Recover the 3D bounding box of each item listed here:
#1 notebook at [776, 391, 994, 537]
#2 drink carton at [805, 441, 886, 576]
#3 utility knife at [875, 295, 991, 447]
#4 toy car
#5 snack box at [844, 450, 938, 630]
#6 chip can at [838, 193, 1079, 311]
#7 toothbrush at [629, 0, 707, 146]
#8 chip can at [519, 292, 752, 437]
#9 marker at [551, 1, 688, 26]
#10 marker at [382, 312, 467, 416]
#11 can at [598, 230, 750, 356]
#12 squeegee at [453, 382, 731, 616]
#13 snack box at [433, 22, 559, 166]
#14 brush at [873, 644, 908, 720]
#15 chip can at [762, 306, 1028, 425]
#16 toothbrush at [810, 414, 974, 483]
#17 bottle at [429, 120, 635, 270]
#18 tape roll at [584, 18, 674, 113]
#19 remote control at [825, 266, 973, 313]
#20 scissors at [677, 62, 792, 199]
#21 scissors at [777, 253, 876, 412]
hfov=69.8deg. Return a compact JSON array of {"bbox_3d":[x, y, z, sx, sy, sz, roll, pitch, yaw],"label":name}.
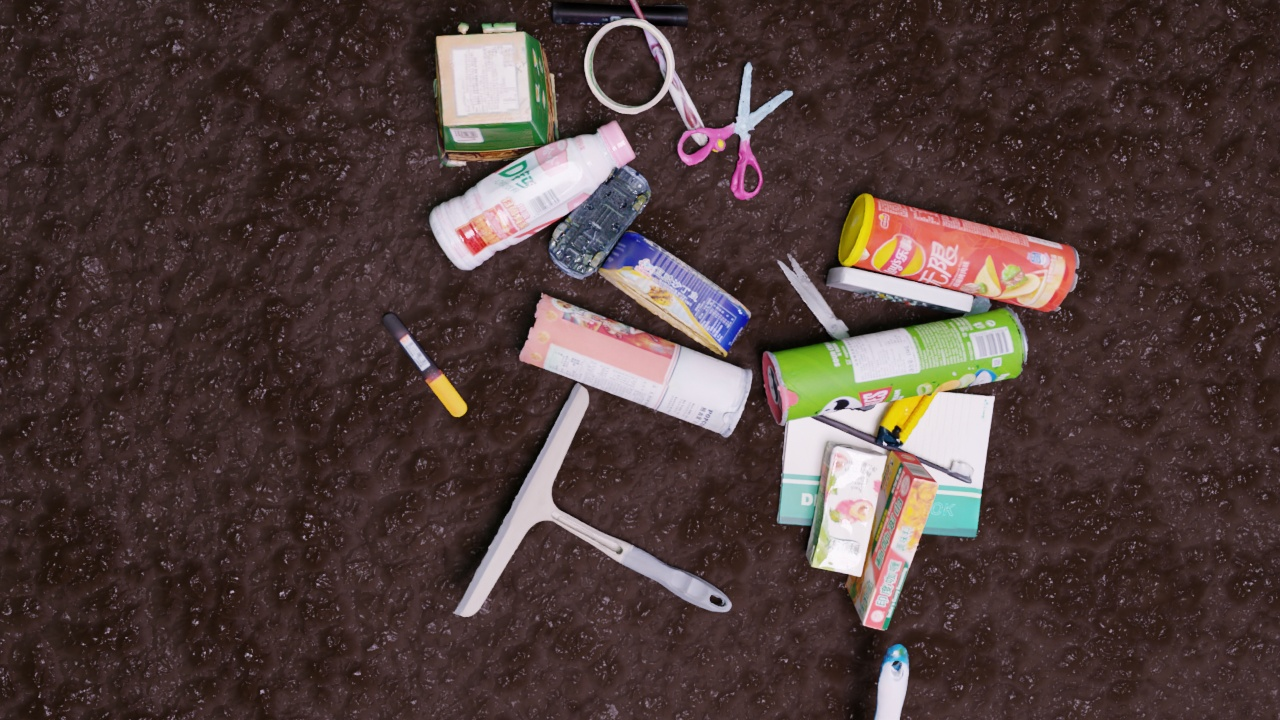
[{"bbox_3d":[0.248,0.100,0.933,0.209,0.012,0.150,5,94,-4],"label":"notebook"},{"bbox_3d":[0.201,0.145,0.904,0.053,0.045,0.122,10,95,0],"label":"drink carton"},{"bbox_3d":[0.295,0.007,0.913,0.033,0.015,0.197,37,81,-7],"label":"utility knife"},{"bbox_3d":[-0.040,-0.135,0.890,0.054,0.037,0.120,36,82,2],"label":"toy car"},{"bbox_3d":[0.242,0.173,0.890,0.027,0.077,0.156,14,104,-4],"label":"snack box"},{"bbox_3d":[0.307,-0.104,0.891,0.216,0.073,0.073,12,93,-4],"label":"chip can"},{"bbox_3d":[0.020,-0.291,0.878,0.016,0.017,0.187,-28,104,4],"label":"toothbrush"},{"bbox_3d":[-0.005,0.005,0.883,0.214,0.071,0.071,20,93,-4],"label":"chip can"},{"bbox_3d":[-0.020,-0.334,0.885,0.132,0.020,0.022,0,77,-3],"label":"marker"},{"bbox_3d":[-0.212,0.004,0.902,0.018,0.015,0.124,-37,92,-2],"label":"marker"},{"bbox_3d":[0.034,-0.064,0.879,0.148,0.074,0.049,34,88,-5],"label":"can"},{"bbox_3d":[-0.018,0.189,0.912,0.246,0.039,0.246,30,75,-10],"label":"squeegee"},{"bbox_3d":[-0.139,-0.243,0.842,0.118,0.105,0.117,-4,95,-2],"label":"snack box"},{"bbox_3d":[0.225,0.414,0.904,0.060,0.109,0.314,4,94,-1],"label":"brush"},{"bbox_3d":[0.238,0.005,0.868,0.236,0.072,0.072,-11,94,-2],"label":"chip can"},{"bbox_3d":[0.252,0.084,0.917,0.181,0.016,0.018,21,87,-5],"label":"toothbrush"},{"bbox_3d":[-0.099,-0.159,0.859,0.197,0.068,0.068,-30,95,6],"label":"bottle"},{"bbox_3d":[-0.011,-0.280,0.874,0.086,0.013,0.086,6,116,12],"label":"tape roll"},{"bbox_3d":[0.251,-0.068,0.898,0.135,0.056,0.019,12,91,-4],"label":"remote control"},{"bbox_3d":[0.102,-0.219,0.899,0.133,0.017,0.124,-36,103,-8],"label":"scissors"},{"bbox_3d":[0.202,-0.035,0.916,0.141,0.014,0.173,0,84,-3],"label":"scissors"}]
